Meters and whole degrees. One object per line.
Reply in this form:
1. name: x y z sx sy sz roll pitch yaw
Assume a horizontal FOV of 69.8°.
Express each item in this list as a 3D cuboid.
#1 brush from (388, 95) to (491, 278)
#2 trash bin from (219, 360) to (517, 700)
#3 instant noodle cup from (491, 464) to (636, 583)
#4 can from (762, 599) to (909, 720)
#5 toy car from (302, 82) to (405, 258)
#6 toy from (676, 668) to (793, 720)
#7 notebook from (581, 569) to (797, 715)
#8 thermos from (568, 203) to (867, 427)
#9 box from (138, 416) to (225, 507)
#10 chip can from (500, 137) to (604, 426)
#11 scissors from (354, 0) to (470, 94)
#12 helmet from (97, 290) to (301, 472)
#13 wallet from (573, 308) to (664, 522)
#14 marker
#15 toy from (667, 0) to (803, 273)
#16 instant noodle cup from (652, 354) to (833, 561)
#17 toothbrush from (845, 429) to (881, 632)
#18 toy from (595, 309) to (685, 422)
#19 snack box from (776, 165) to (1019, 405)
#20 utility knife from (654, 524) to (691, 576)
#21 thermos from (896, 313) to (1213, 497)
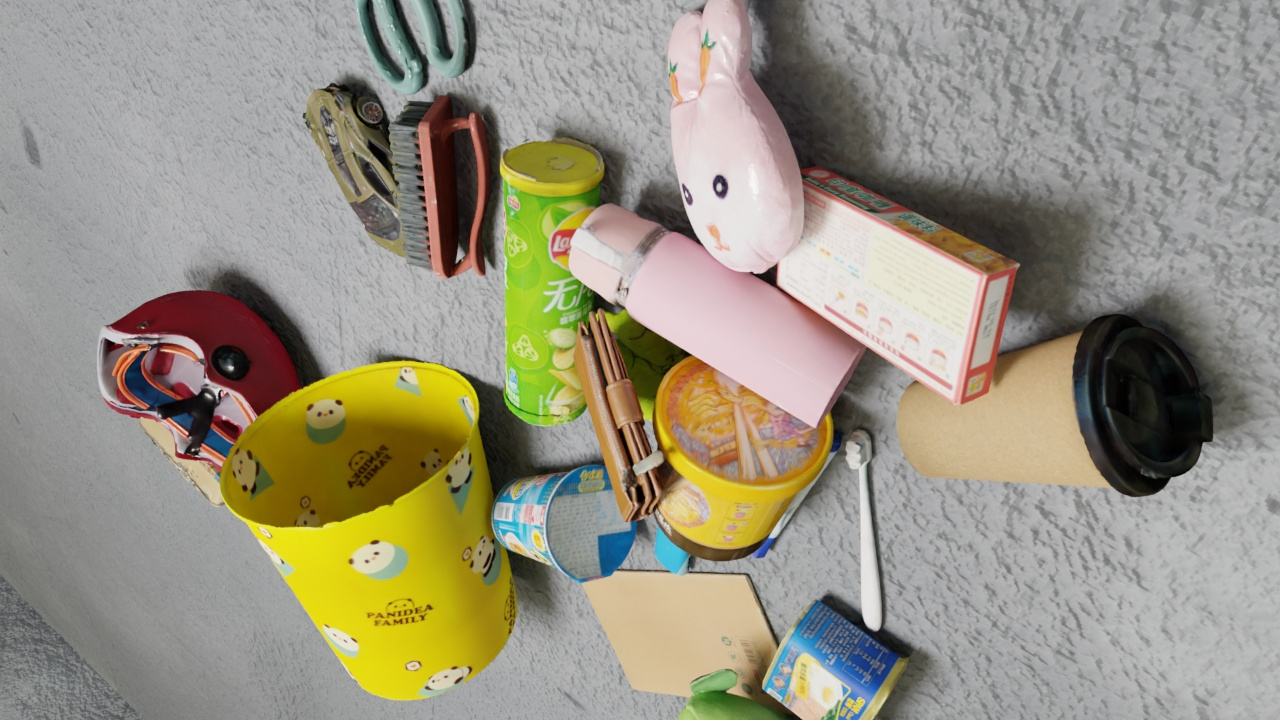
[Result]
1. brush: -0.153 -0.128 0.723 0.069 0.063 0.146 6 127 2
2. trash bin: -0.234 0.169 0.875 0.230 0.228 0.256 14 131 33
3. instant noodle cup: -0.075 0.140 0.811 0.110 0.099 0.099 -5 114 49
4. can: 0.148 0.245 0.712 0.083 0.057 0.102 33 138 22
5. toy car: -0.229 -0.157 0.779 0.070 0.042 0.158 -13 110 44
6. toy: 0.130 0.351 0.758 0.247 0.089 0.227 34 163 1
7. notebook: 0.041 0.255 0.846 0.208 0.008 0.148 -10 110 43
8. thermos: 0.044 -0.034 0.591 0.198 0.087 0.067 33 99 13
9. box: -0.564 0.099 1.186 0.184 0.089 0.061 42 124 7
10. chip can: -0.068 -0.050 0.690 0.073 0.072 0.222 25 131 25
11. scissors: -0.172 -0.285 0.664 0.144 0.019 0.180 10 121 36
12. helmet: -0.463 0.019 1.019 0.240 0.143 0.208 38 137 -6
13. wallet: -0.018 0.040 0.622 0.119 0.035 0.130 115 138 -71
14. marker: 0.112 0.101 0.680 0.017 0.016 0.146 37 135 15
15. toy: 0.050 -0.129 0.537 0.121 0.054 0.159 -170 65 -71
16. instant noodle cup: 0.061 0.071 0.637 0.118 0.118 0.115 33 142 19
17. toothbrush: 0.161 0.128 0.657 0.016 0.016 0.180 16 128 41
18. toy: -0.004 0.004 0.700 0.096 0.031 0.100 39 128 -6
19. snack box: 0.134 -0.047 0.512 0.156 0.027 0.077 44 143 47
20. utility knife: 0.034 0.093 0.736 0.034 0.018 0.219 26 132 25
21. thermos: 0.217 0.030 0.500 0.144 0.092 0.093 -16 106 53
